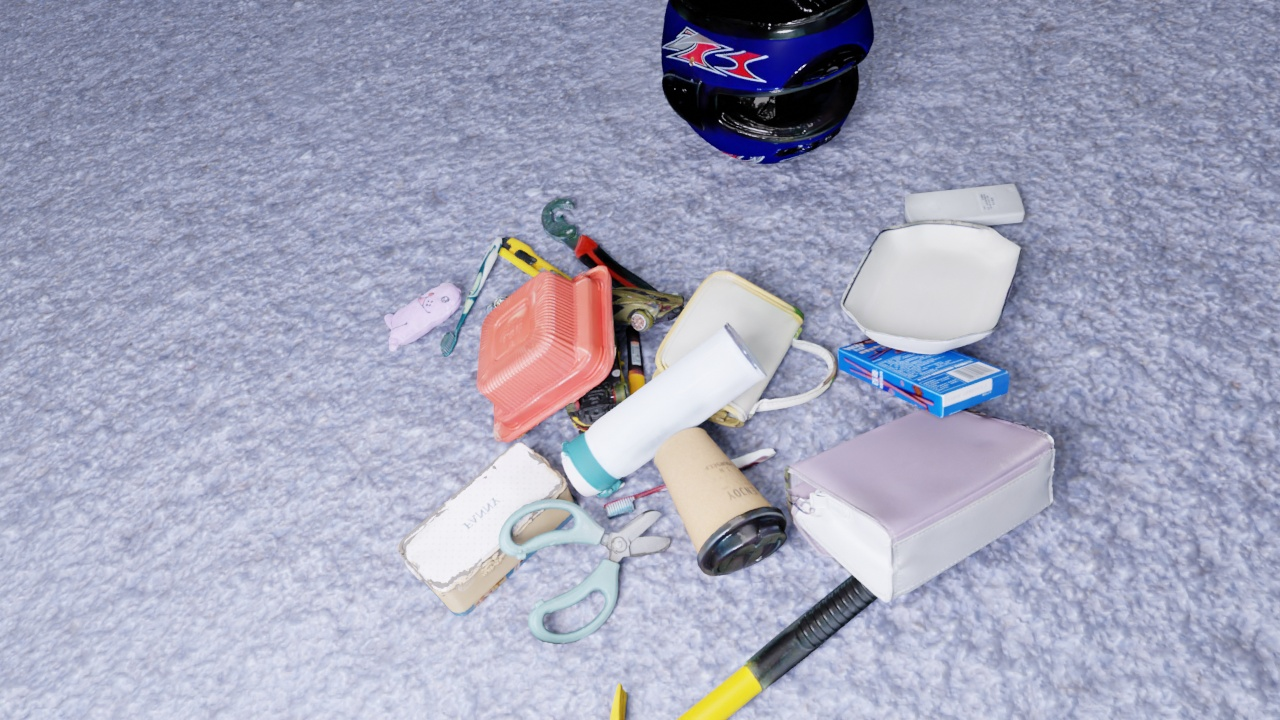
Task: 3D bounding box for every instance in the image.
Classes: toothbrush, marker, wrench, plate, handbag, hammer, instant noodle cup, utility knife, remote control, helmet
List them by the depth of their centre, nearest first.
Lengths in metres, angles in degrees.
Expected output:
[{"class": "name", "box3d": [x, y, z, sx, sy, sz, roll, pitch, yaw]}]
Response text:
[{"class": "hammer", "box3d": [0.099, 0.275, 0.801, 0.300, 0.033, 0.129, -33, 54, -15]}, {"class": "handbag", "box3d": [0.252, 0.117, 0.837, 0.196, 0.098, 0.145, -22, 33, -21]}, {"class": "toothbrush", "box3d": [0.052, 0.126, 0.942, 0.187, 0.016, 0.017, -18, 58, -3]}, {"class": "plate", "box3d": [0.319, -0.081, 1.003, 0.162, 0.034, 0.264, 11, 38, 23]}, {"class": "instant noodle cup", "box3d": [-0.114, -0.016, 1.004, 0.189, 0.079, 0.164, -35, 41, 30]}, {"class": "handbag", "box3d": [0.119, 0.003, 1.008, 0.179, 0.063, 0.163, 28, 61, 12]}, {"class": "marker", "box3d": [-0.006, 0.006, 1.051, 0.018, 0.015, 0.123, 8, 47, -15]}, {"class": "remote control", "box3d": [0.393, -0.185, 1.120, 0.135, 0.019, 0.056, -5, 51, 7]}, {"class": "toothbrush", "box3d": [-0.212, -0.085, 1.156, 0.016, 0.018, 0.191, 2, 56, 26]}, {"class": "helmet", "box3d": [0.165, -0.370, 1.166, 0.247, 0.241, 0.315, -27, 41, -10]}, {"class": "wrench", "box3d": [-0.050, -0.130, 1.168, 0.056, 0.016, 0.273, -36, 53, -11]}, {"class": "utility knife", "box3d": [-0.129, -0.120, 1.175, 0.174, 0.015, 0.033, 33, 68, 32]}]

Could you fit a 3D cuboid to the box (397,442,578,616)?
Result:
[{"class": "box", "box3d": [-0.146, 0.163, 0.924, 0.184, 0.062, 0.090, -38, 55, -21]}]

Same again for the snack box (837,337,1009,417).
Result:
[{"class": "snack box", "box3d": [0.282, 0.010, 0.931, 0.084, 0.026, 0.157, -16, 24, -22]}]

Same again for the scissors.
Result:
[{"class": "scissors", "box3d": [-0.047, 0.204, 0.879, 0.177, 0.019, 0.169, 2, 71, -16]}]

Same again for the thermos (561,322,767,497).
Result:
[{"class": "thermos", "box3d": [0.019, 0.057, 0.926, 0.224, 0.073, 0.073, -37, 50, 10]}]

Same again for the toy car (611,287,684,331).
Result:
[{"class": "toy car", "box3d": [-0.023, -0.062, 1.065, 0.158, 0.042, 0.070, 4, 16, 29]}]

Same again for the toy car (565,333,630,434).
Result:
[{"class": "toy car", "box3d": [-0.051, 0.017, 1.032, 0.071, 0.041, 0.155, -12, 45, 1]}]

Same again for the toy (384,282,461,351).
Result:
[{"class": "toy", "box3d": [-0.268, -0.059, 1.136, 0.108, 0.039, 0.084, -35, 38, 1]}]

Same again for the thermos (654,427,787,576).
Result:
[{"class": "thermos", "box3d": [0.073, 0.135, 0.877, 0.093, 0.093, 0.143, -26, 53, -10]}]

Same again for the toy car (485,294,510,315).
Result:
[{"class": "toy car", "box3d": [-0.128, -0.070, 1.110, 0.121, 0.054, 0.037, -16, 94, 7]}]
